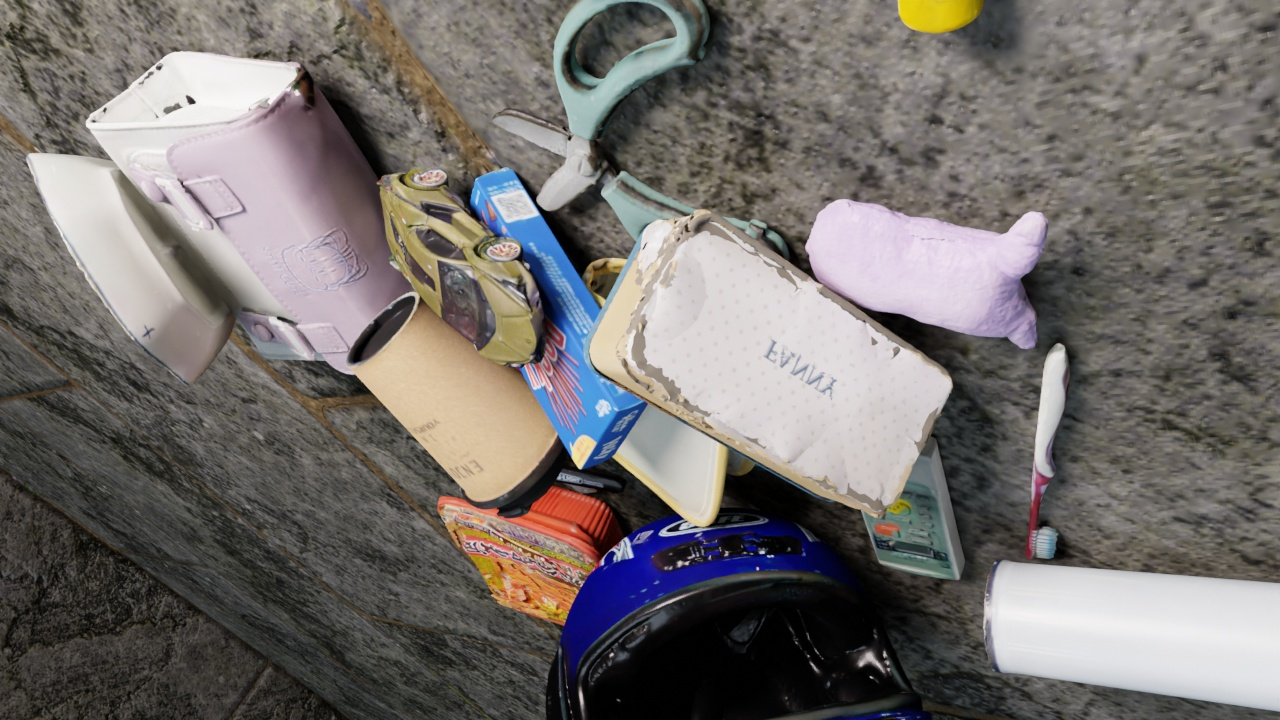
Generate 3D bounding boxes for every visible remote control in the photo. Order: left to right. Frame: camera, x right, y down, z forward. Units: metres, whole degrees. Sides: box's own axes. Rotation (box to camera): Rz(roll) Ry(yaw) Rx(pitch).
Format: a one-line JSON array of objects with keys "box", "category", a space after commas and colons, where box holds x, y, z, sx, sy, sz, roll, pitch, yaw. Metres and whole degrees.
[{"box": [0.165, 0.091, 0.574, 0.056, 0.019, 0.135, 6, 140, 33], "category": "remote control"}]

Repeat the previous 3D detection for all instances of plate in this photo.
[{"box": [-0.326, -0.072, 0.625, 0.162, 0.034, 0.266, 63, 169, -16], "category": "plate"}]

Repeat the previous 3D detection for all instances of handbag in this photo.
[{"box": [-0.225, -0.086, 0.584, 0.145, 0.098, 0.197, 5, 140, 25], "category": "handbag"}, {"box": [-0.003, 0.003, 0.568, 0.179, 0.063, 0.164, 34, 150, 22], "category": "handbag"}]

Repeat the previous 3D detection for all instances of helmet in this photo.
[{"box": [0.058, 0.218, 0.618, 0.247, 0.240, 0.316, -8, 156, -9], "category": "helmet"}]

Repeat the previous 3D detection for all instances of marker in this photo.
[{"box": [-0.073, 0.092, 0.751, 0.124, 0.015, 0.018, 10, 127, 11], "category": "marker"}]

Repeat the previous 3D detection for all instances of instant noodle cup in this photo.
[{"box": [-0.077, 0.174, 0.822, 0.165, 0.078, 0.189, 12, 142, 26], "category": "instant noodle cup"}]

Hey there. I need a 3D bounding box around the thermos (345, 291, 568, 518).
[{"box": [-0.112, 0.027, 0.580, 0.093, 0.092, 0.143, -10, 133, 45], "category": "thermos"}]

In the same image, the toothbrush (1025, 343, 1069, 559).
[{"box": [0.219, 0.057, 0.490, 0.017, 0.016, 0.188, 4, 140, 22], "category": "toothbrush"}]

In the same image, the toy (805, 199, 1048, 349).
[{"box": [0.124, -0.043, 0.409, 0.108, 0.038, 0.084, 19, 151, 27], "category": "toy"}]

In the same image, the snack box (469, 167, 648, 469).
[{"box": [-0.054, -0.022, 0.521, 0.157, 0.026, 0.085, 57, 151, 16], "category": "snack box"}]

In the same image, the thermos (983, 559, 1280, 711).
[{"box": [0.309, 0.149, 0.491, 0.225, 0.073, 0.073, -3, 135, 35], "category": "thermos"}]

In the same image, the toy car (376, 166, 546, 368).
[{"box": [-0.102, -0.052, 0.510, 0.158, 0.042, 0.070, 39, 142, 37], "category": "toy car"}]

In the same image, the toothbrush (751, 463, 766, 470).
[{"box": [0.021, 0.061, 0.653, 0.192, 0.016, 0.018, 1, 127, 38], "category": "toothbrush"}]

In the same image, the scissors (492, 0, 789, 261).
[{"box": [0.012, -0.095, 0.450, 0.178, 0.019, 0.171, 37, 145, -12], "category": "scissors"}]

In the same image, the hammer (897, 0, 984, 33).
[{"box": [-0.024, -0.183, 0.346, 0.301, 0.032, 0.129, 9, 141, 29], "category": "hammer"}]

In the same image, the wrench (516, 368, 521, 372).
[{"box": [-0.191, -0.028, 0.699, 0.274, 0.016, 0.056, 14, 147, 25], "category": "wrench"}]

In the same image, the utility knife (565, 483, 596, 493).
[{"box": [-0.127, 0.064, 0.772, 0.203, 0.015, 0.033, 29, 149, 0], "category": "utility knife"}]

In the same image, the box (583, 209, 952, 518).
[{"box": [0.069, 0.007, 0.444, 0.184, 0.089, 0.061, 33, 172, -22], "category": "box"}]
